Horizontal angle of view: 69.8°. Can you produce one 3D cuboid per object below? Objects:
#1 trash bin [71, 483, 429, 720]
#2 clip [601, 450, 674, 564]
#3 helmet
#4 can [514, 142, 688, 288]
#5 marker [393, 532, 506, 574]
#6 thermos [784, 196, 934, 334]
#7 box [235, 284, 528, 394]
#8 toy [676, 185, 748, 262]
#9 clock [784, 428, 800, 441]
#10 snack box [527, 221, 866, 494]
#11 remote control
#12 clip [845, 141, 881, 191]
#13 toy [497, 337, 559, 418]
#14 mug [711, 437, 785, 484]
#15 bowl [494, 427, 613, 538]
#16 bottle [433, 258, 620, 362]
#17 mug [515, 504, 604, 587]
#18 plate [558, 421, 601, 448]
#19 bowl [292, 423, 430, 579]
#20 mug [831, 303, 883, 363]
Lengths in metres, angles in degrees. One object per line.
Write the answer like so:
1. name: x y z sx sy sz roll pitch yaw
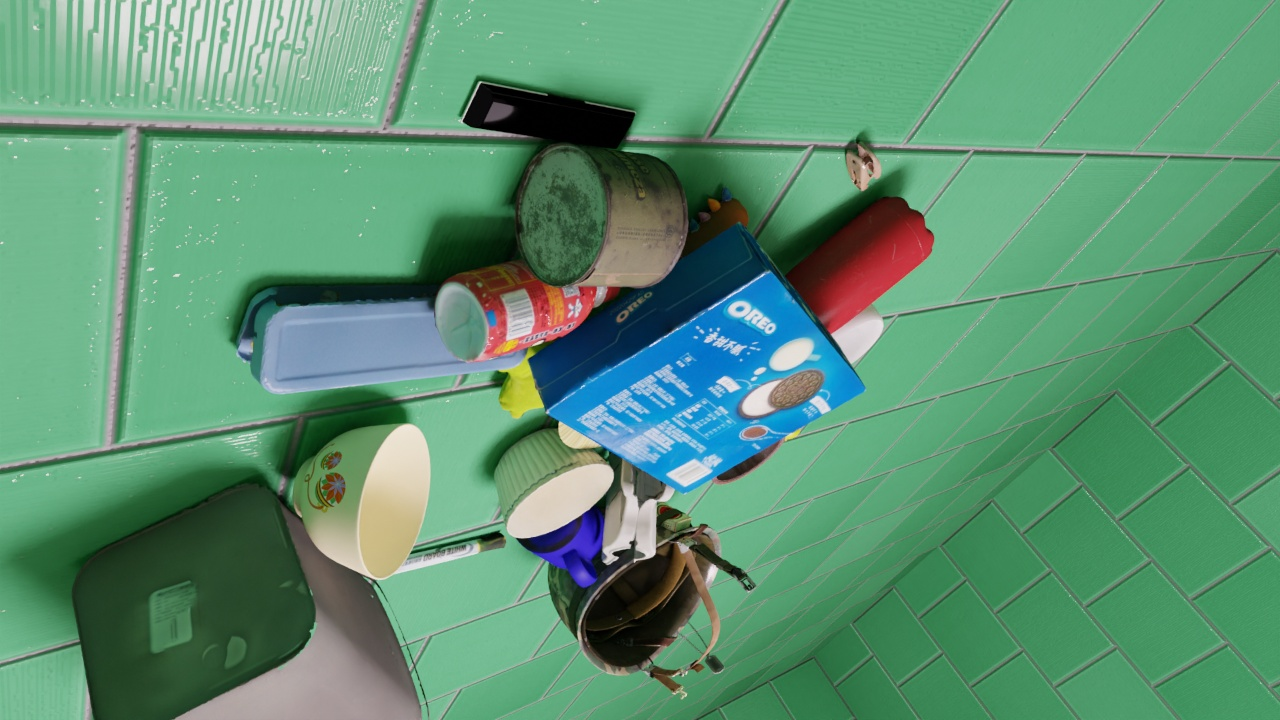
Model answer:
1. trash bin: -0.302 0.231 0.717 0.197 0.197 0.220 -25 146 -15
2. clip: 0.001 0.132 0.933 0.089 0.125 0.151 11 150 -19
3. helmet: 0.014 0.266 1.064 0.223 0.236 0.193 -2 116 -32
4. can: -0.025 -0.092 0.596 0.074 0.090 0.090 -5 141 -45
5. marker: -0.203 0.202 0.957 0.146 0.017 0.017 -5 141 -45
6. thermos: 0.165 -0.058 0.859 0.239 0.073 0.073 -38 154 -7
7. box: -0.168 -0.025 0.628 0.209 0.052 0.067 -7 120 -46
8. toy: 0.040 -0.102 0.718 0.090 0.070 0.103 -47 131 -4
9. clock: 0.160 0.039 1.028 0.057 0.083 0.119 -17 145 -21
10. snack box: 0.055 0.013 0.748 0.196 0.056 0.238 -32 144 15
11. remote control: -0.052 -0.148 0.563 0.124 0.011 0.028 -4 141 -45
12. clip: 0.191 -0.166 0.796 0.061 0.026 0.049 -16 153 -46
13. toy: -0.085 0.005 0.750 0.094 0.036 0.093 -44 147 5
14. mug: 0.072 0.064 0.944 0.122 0.110 0.096 -9 138 -40
15. bowl: -0.091 0.113 0.887 0.115 0.062 0.115 -27 152 -15
16. bottle: -0.071 -0.042 0.636 0.137 0.062 0.062 -19 150 -44
17. mug: -0.079 0.186 0.966 0.079 0.111 0.083 -30 153 1
18. plate: -0.005 0.005 0.831 0.184 0.036 0.185 -31 154 -17
19. bowl: -0.220 0.102 0.701 0.074 0.117 0.118 7 154 11
20. mug: 0.206 -0.038 0.968 0.115 0.068 0.095 -8 143 -42
